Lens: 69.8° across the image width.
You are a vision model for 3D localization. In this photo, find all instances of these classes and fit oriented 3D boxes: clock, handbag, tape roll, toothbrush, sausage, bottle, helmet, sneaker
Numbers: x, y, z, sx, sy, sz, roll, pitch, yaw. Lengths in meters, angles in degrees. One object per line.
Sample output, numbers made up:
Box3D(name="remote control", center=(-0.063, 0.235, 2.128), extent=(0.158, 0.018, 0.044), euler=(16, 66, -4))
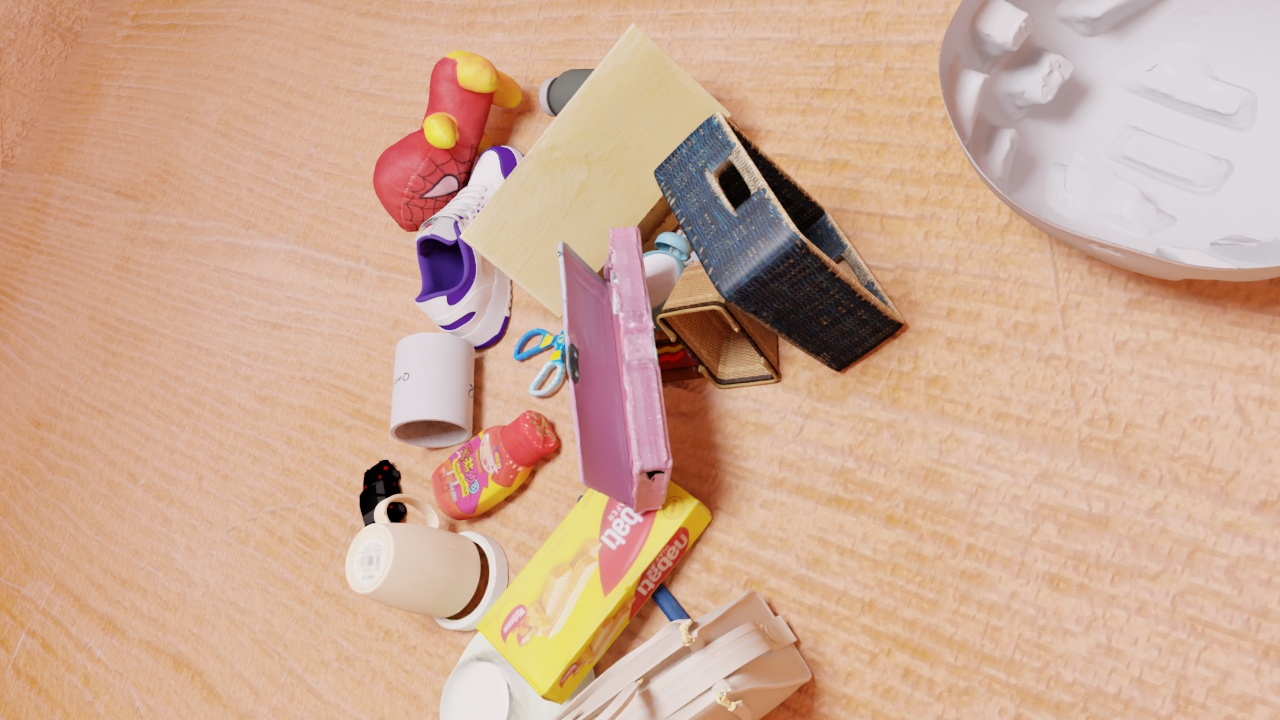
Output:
Box3D(name="clock", center=(0.032, -0.079, 0.864), extent=(0.123, 0.042, 0.087), euler=(-38, 53, 10))
Box3D(name="handbag", center=(0.004, 0.245, 0.630), extent=(0.195, 0.197, 0.101), euler=(-41, 67, 15))
Box3D(name="tape roll", center=(-0.170, 0.215, 0.895), extent=(0.094, 0.019, 0.094), euler=(-15, 62, 31))
Box3D(name="toothbrush", center=(-0.002, 0.179, 0.788), extent=(0.016, 0.017, 0.190), euler=(-50, 50, 7))
Box3D(name="sausage", center=(-0.005, 0.005, 0.851), extent=(0.156, 0.040, 0.040), euler=(-9, 66, 33))
Box3D(name="bottle", center=(-0.058, -0.288, 1.002), extent=(0.109, 0.060, 0.060), euler=(14, 79, 39))
Box3D(name="bottle", center=(-0.143, 0.101, 0.905), extent=(0.134, 0.048, 0.071), euler=(-36, 52, 18))
Box3D(name="helmet", center=(0.341, -0.164, 0.574), extent=(0.282, 0.183, 0.224), euler=(35, 98, 47))
Box3D(name="sneaker", center=(-0.193, -0.141, 1.004), extent=(0.092, 0.111, 0.243), euler=(-8, 66, 34))

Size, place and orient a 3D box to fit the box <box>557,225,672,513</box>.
Box3D(name="box", center=(-0.028, 0.006, 0.766), extent=(0.080, 0.099, 0.232), euler=(-4, 62, -7))

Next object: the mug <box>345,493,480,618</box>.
Box3D(name="mug", center=(-0.218, 0.180, 0.862), extent=(0.085, 0.104, 0.111), euler=(-25, 59, 25))

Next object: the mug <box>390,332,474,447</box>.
Box3D(name="mug", center=(-0.226, 0.039, 0.981), extent=(0.120, 0.083, 0.096), euler=(-41, 45, 53))

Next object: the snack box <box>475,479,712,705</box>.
Box3D(name="snack box", center=(-0.038, 0.177, 0.769), extent=(0.092, 0.042, 0.200), euler=(34, 80, 37))

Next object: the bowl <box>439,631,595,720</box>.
Box3D(name="bowl", center=(-0.124, 0.302, 0.798), extent=(0.177, 0.057, 0.176), euler=(-15, 62, 31))

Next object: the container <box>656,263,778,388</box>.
Box3D(name="container", center=(0.070, -0.032, 0.771), extent=(0.063, 0.114, 0.061), euler=(-8, 53, 33))

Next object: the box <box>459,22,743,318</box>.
Box3D(name="box", center=(-0.030, -0.166, 0.885), extent=(0.142, 0.179, 0.249), euler=(43, 98, 20))

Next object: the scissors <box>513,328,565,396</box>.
Box3D(name="scissors", center=(-0.077, -0.014, 0.927), extent=(0.131, 0.018, 0.109), euler=(-24, 57, 25))

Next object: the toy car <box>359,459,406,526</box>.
Box3D(name="toy car", center=(-0.284, 0.149, 0.996), extent=(0.042, 0.036, 0.091), euler=(-34, 54, 20))

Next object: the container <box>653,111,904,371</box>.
Box3D(name="container", center=(0.108, -0.085, 0.710), extent=(0.071, 0.187, 0.145), euler=(-40, 52, 20))

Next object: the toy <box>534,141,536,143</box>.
Box3D(name="toy", center=(-0.082, -0.217, 0.971), extent=(0.133, 0.062, 0.092), euler=(-33, 29, 56))

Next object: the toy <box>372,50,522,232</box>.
Box3D(name="toy", center=(-0.228, -0.249, 1.059), extent=(0.099, 0.147, 0.216), euler=(34, 98, 14))
